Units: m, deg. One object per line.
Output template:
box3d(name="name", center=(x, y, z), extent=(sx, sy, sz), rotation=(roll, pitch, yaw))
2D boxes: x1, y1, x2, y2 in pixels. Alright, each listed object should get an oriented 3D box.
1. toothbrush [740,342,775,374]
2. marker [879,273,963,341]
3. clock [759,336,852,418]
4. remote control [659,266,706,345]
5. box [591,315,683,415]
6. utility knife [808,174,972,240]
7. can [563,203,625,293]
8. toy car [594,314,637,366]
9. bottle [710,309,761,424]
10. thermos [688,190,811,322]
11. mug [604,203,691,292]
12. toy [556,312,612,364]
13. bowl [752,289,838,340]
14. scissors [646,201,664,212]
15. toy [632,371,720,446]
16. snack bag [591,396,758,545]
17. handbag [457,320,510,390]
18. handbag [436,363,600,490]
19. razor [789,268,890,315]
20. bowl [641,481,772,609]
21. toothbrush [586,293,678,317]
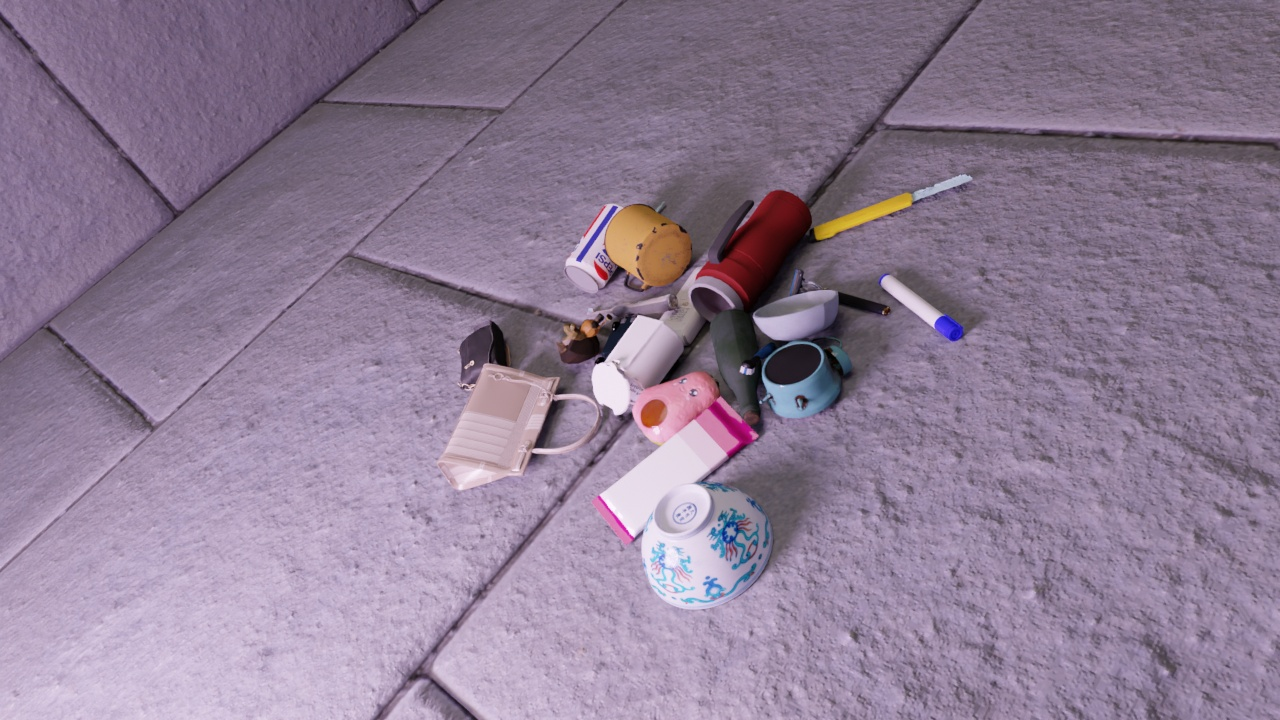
box3d(name="toothbrush", center=(0.140, -0.004, 1.073), extent=(0.014, 0.014, 0.167), rotation=(16, 13, 15))
box3d(name="marker", center=(0.328, -0.065, 1.079), extent=(0.020, 0.020, 0.141), rotation=(-33, 37, -2))
box3d(name="clock", center=(0.191, 0.011, 1.062), extent=(0.090, 0.053, 0.124), rotation=(9, 50, 40))
box3d(name="remote control", center=(0.072, -0.077, 1.265), extent=(0.060, 0.025, 0.138), rotation=(10, 56, 41))
box3d(name="box", center=(-0.010, 0.007, 1.178), extent=(0.080, 0.089, 0.143), rotation=(19, 61, 31))
box3d(name="utility knife", center=(0.333, -0.206, 1.236), extent=(0.224, 0.019, 0.030), rotation=(-21, 44, 21))
box3d(name="can", center=(-0.058, -0.174, 1.418), extent=(0.070, 0.070, 0.131), rotation=(12, 61, 42))
box3d(name="toy car", center=(-0.025, -0.018, 1.259), extent=(0.046, 0.034, 0.111), rotation=(-5, 45, 30))
box3d(name="bottle", center=(0.122, 0.011, 1.110), extent=(0.055, 0.055, 0.173), rotation=(-21, 40, 13))
box3d(name="thermos", center=(0.145, -0.147, 1.227), extent=(0.084, 0.108, 0.198), rotation=(12, 53, 43))
box3d(name="mug", center=(0.009, -0.157, 1.351), extent=(0.094, 0.100, 0.124), rotation=(40, 116, 49))
box3d(name="toy", center=(-0.077, -0.036, 1.281), extent=(0.100, 0.062, 0.076), rotation=(-43, 9, 36))
box3d(name="bowl", center=(0.194, -0.052, 1.123), extent=(0.106, 0.039, 0.106), rotation=(-17, 12, 4))
box3d(name="scissors", center=(-0.005, -0.207, 1.479), extent=(0.111, 0.015, 0.140), rotation=(-20, 35, 19))
box3d(name="toy", center=(0.046, 0.054, 1.115), extent=(0.110, 0.051, 0.090), rotation=(-33, 42, -4))
box3d(name="snack bag", center=(0.039, 0.125, 1.054), extent=(0.196, 0.016, 0.070), rotation=(-39, 61, -9))
box3d(name="handbag", center=(-0.242, -0.007, 1.383), extent=(0.079, 0.054, 0.128), rotation=(-28, 39, 11))
box3d(name="handbag", center=(-0.146, 0.086, 1.224), extent=(0.198, 0.062, 0.175), rotation=(-2, 46, 22))
box3d(name="razor", center=(0.250, -0.079, 1.151), extent=(0.144, 0.022, 0.043), rotation=(23, 104, 42))
box3d(name="bowl", center=(0.057, 0.175, 0.953), extent=(0.144, 0.074, 0.143), rotation=(-19, 39, 16))
box3d(name="toothbrush", center=(-0.017, -0.074, 1.310), extent=(0.186, 0.022, 0.024), rotation=(-5, 85, 49))
